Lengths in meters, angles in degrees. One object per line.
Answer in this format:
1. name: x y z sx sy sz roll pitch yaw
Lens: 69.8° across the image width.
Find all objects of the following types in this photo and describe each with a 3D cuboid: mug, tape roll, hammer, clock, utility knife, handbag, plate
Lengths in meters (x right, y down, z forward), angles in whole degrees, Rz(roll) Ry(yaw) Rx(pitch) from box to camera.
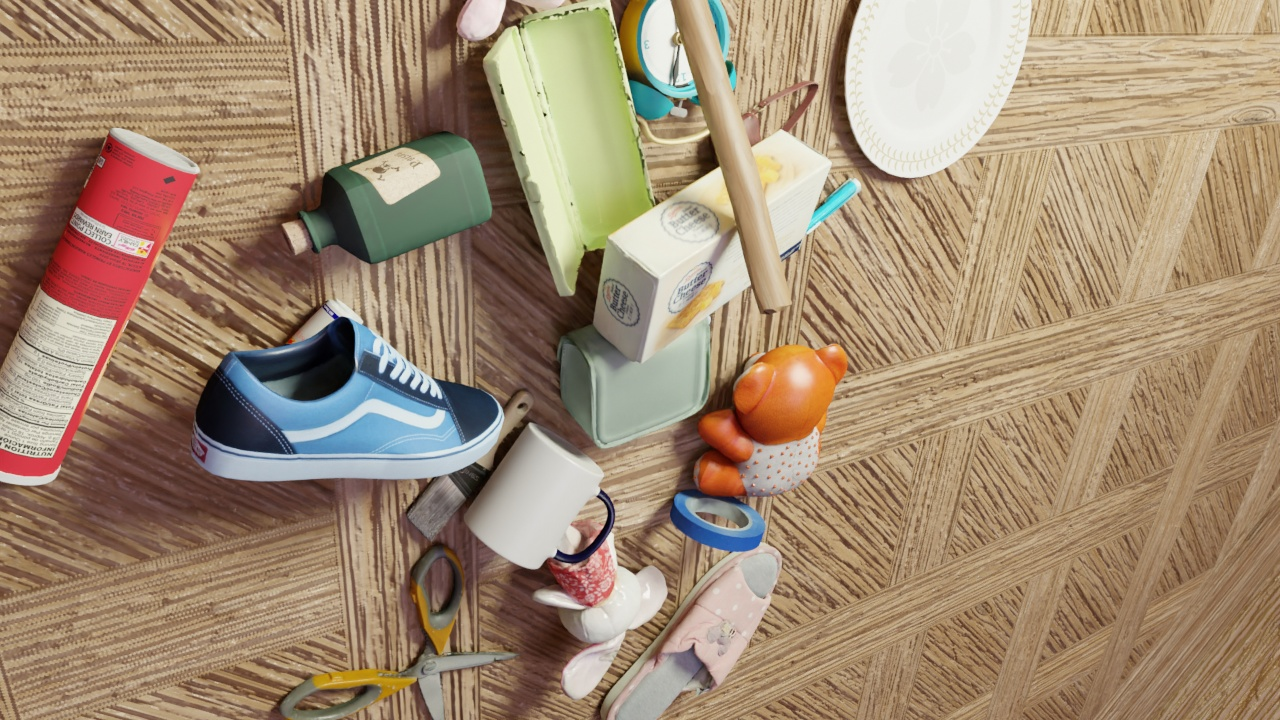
1. mug: -0.077 0.124 0.782 0.112 0.078 0.097 35 92 -7
2. tape roll: 0.077 0.158 0.914 0.092 0.091 0.016 0 114 -41
3. hammer: 0.053 -0.192 0.652 0.097 0.052 0.328 -22 99 -25
4. clock: 0.028 -0.232 0.703 0.099 0.044 0.130 -19 117 -26
5. utility knife: 0.148 -0.119 0.867 0.161 0.015 0.022 -41 160 -8
6. handbag: -0.005 0.005 0.789 0.121 0.067 0.106 -20 133 -25
7. handbag: 0.112 -0.204 0.790 0.119 0.029 0.055 -42 133 -16
8. plate: 0.278 -0.294 0.862 0.242 0.016 0.243 -16 122 -28

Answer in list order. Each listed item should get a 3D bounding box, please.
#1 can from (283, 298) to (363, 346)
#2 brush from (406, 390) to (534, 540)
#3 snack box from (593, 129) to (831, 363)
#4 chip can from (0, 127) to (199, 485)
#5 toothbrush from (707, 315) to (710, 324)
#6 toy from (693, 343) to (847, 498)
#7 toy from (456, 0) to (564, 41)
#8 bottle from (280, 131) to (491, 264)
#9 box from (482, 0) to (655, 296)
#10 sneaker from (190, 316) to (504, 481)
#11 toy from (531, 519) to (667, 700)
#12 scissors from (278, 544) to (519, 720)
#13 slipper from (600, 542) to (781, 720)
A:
1. can: -0.237 0.000 0.645 0.095 0.032 0.032 -48 132 -4
2. brush: -0.140 0.086 0.773 0.151 0.012 0.039 -50 131 -3
3. snack box: 0.058 -0.095 0.738 0.207 0.057 0.104 -36 156 -29
4. chip can: -0.333 -0.031 0.548 0.051 0.052 0.215 23 99 -41
5. toothbrush: 0.098 -0.096 0.841 0.022 0.016 0.155 37 90 -28
6. toy: 0.131 0.055 0.906 0.163 0.093 0.173 -16 135 -25
7. toy: -0.083 -0.259 0.607 0.110 0.047 0.063 -27 120 -10
8. bottle: -0.173 -0.104 0.615 0.131 0.061 0.061 -26 124 -22
9. box: -0.052 -0.155 0.673 0.127 0.066 0.188 -41 133 -29
10. sneaker: -0.177 0.023 0.635 0.240 0.083 0.098 0 124 -51
11. toy: -0.046 0.218 0.870 0.158 0.084 0.194 -50 131 -29
12. scissors: -0.202 0.260 0.822 0.224 0.016 0.230 2 113 -36
13. slipper: 0.066 0.318 1.018 0.274 0.054 0.114 -48 132 -4
